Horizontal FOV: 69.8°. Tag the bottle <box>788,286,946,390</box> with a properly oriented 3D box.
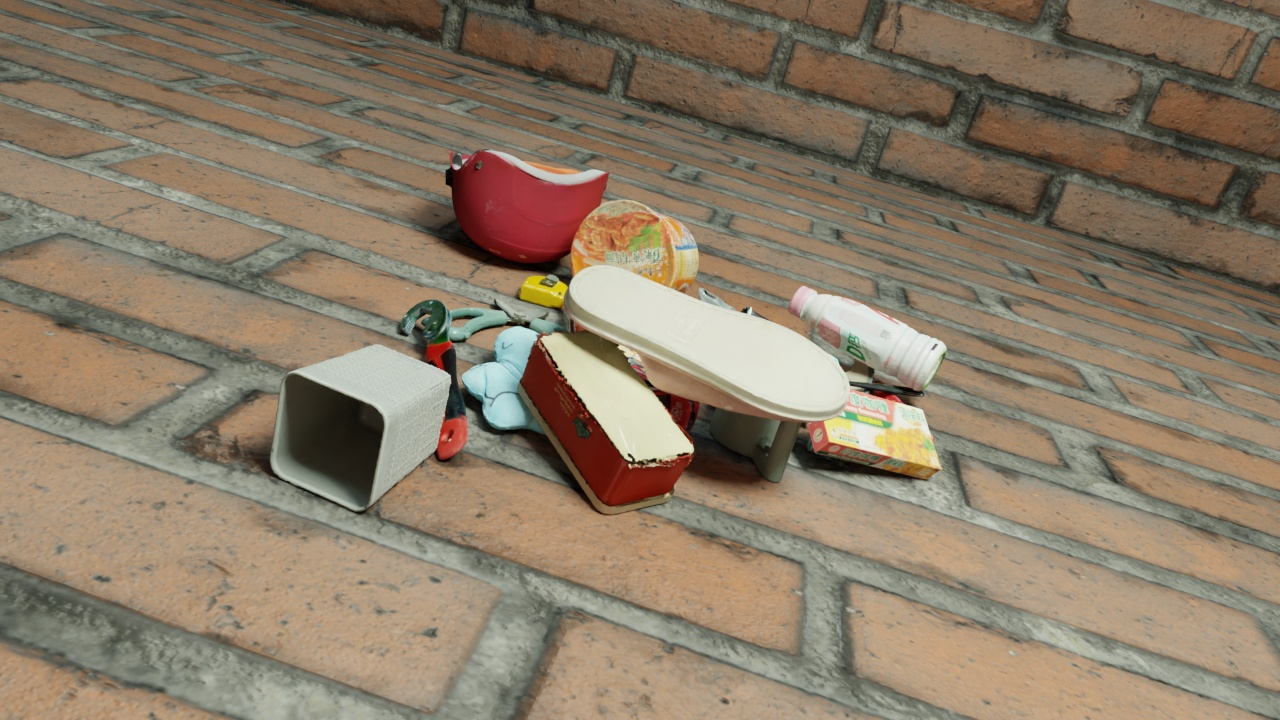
[{"bbox_3d":[0.280,-0.035,1.151,0.197,0.068,0.068,31,27,22],"label":"bottle"}]

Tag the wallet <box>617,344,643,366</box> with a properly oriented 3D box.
[{"bbox_3d":[-0.006,0.006,1.027,0.087,0.024,0.115,26,26,11],"label":"wallet"}]

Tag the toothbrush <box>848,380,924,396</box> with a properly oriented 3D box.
[{"bbox_3d":[0.275,0.028,1.107,0.181,0.018,0.015,10,27,-26],"label":"toothbrush"}]

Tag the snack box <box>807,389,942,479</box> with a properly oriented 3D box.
[{"bbox_3d":[0.241,0.073,0.957,0.155,0.027,0.077,15,49,-27],"label":"snack box"}]

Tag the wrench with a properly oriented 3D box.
[{"bbox_3d":[-0.194,0.008,0.877,0.016,0.056,0.273,52,3,-35],"label":"wrench"}]

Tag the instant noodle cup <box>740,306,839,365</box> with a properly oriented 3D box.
[{"bbox_3d":[0.151,0.012,1.023,0.120,0.111,0.111,24,23,-3],"label":"instant noodle cup"}]

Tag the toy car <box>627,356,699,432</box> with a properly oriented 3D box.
[{"bbox_3d":[0.001,0.036,0.926,0.120,0.053,0.045,22,25,21],"label":"toy car"}]

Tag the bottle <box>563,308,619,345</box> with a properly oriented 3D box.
[{"bbox_3d":[-0.059,-0.052,1.032,0.059,0.060,0.206,10,9,-13],"label":"bottle"}]

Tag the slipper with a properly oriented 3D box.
[{"bbox_3d":[0.057,-0.008,0.836,0.274,0.055,0.113,22,43,4],"label":"slipper"}]

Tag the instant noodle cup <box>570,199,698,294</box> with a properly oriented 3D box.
[{"bbox_3d":[0.000,-0.130,1.191,0.151,0.151,0.111,26,17,22],"label":"instant noodle cup"}]

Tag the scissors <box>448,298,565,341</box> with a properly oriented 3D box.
[{"bbox_3d":[-0.137,-0.029,1.028,0.170,0.019,0.173,29,25,30],"label":"scissors"}]

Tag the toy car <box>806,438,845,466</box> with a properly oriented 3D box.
[{"bbox_3d":[0.210,0.082,0.978,0.043,0.034,0.090,29,27,20],"label":"toy car"}]

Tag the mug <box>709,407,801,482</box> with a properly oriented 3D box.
[{"bbox_3d":[0.130,0.045,0.920,0.083,0.103,0.124,8,24,-19],"label":"mug"}]

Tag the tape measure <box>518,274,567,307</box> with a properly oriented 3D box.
[{"bbox_3d":[-0.120,-0.090,1.161,0.060,0.029,0.057,16,23,-1],"label":"tape measure"}]

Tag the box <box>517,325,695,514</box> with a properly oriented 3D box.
[{"bbox_3d":[-0.029,0.043,0.810,0.091,0.080,0.168,-6,45,-40],"label":"box"}]

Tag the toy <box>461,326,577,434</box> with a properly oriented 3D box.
[{"bbox_3d":[-0.107,0.016,0.906,0.156,0.050,0.161,-5,40,-42],"label":"toy"}]

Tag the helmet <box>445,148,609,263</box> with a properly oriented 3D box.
[{"bbox_3d":[-0.167,-0.210,1.266,0.206,0.144,0.240,3,12,-29],"label":"helmet"}]

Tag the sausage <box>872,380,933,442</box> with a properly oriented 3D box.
[{"bbox_3d":[0.313,0.062,1.105,0.020,0.020,0.155,8,24,-17],"label":"sausage"}]

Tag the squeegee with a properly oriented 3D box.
[{"bbox_3d":[0.175,-0.019,1.160,0.246,0.039,0.245,29,32,6],"label":"squeegee"}]

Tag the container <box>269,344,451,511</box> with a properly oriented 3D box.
[{"bbox_3d":[-0.214,0.046,0.723,0.090,0.090,0.114,21,21,11],"label":"container"}]
